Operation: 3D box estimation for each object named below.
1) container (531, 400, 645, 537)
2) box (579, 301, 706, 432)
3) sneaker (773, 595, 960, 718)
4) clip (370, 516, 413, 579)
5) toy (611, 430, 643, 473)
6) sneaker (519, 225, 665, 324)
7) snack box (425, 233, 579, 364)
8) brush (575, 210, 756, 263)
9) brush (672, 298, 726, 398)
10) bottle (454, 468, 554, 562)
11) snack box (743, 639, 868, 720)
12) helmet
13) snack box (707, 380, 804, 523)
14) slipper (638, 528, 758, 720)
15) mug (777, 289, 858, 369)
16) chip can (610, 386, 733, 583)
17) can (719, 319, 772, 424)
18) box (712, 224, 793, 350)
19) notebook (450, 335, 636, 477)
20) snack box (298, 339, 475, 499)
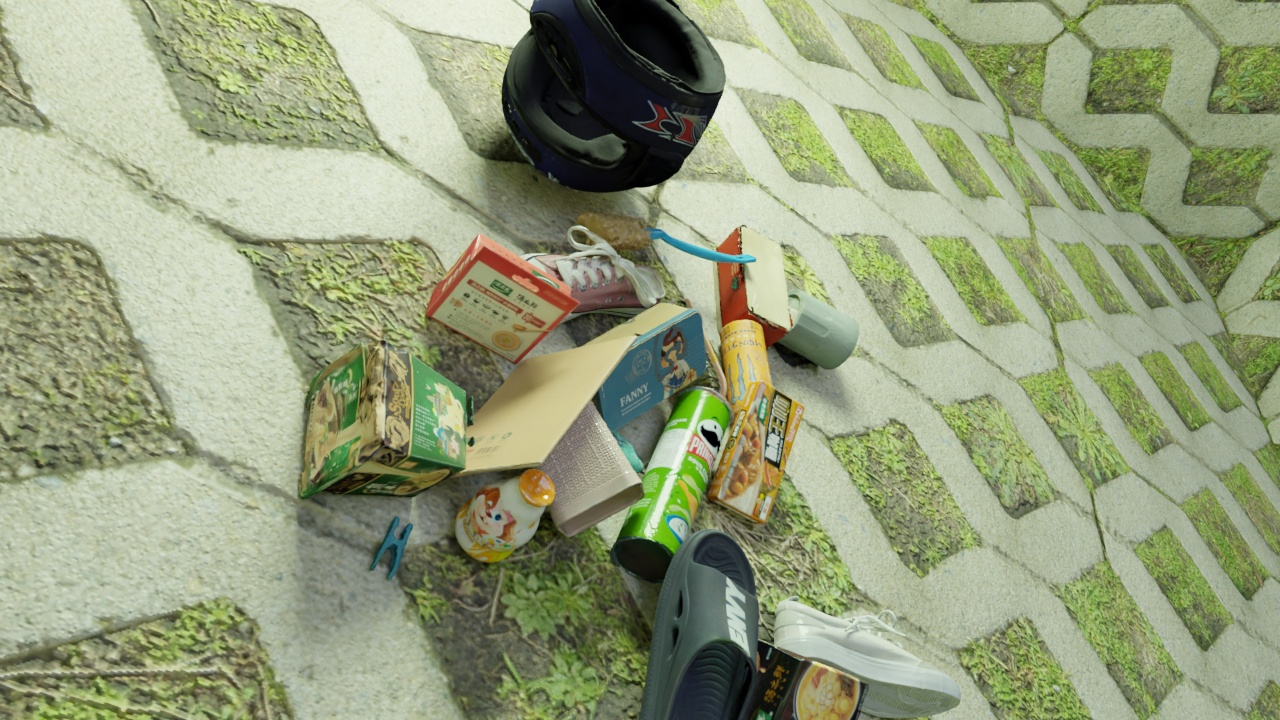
[{"bbox_3d":[-0.061,0.099,0.894,0.090,0.090,0.111,-28,72,-5],"label":"container"},{"bbox_3d":[-0.006,0.006,1.009,0.183,0.059,0.090,-34,126,-37],"label":"box"},{"bbox_3d":[0.249,0.329,1.026,0.242,0.090,0.090,24,42,-19],"label":"sneaker"},{"bbox_3d":[-0.212,0.160,0.785,0.043,0.014,0.056,34,44,-18],"label":"clip"},{"bbox_3d":[-0.036,0.101,0.981,0.091,0.030,0.096,4,50,-46],"label":"toy"},{"bbox_3d":[-0.053,-0.097,1.069,0.240,0.088,0.118,-1,62,-44],"label":"sneaker"},{"bbox_3d":[-0.139,-0.067,0.937,0.113,0.127,0.044,31,44,-22],"label":"snack box"},{"bbox_3d":[0.038,-0.150,1.181,0.254,0.046,0.083,9,14,-26],"label":"brush"},{"bbox_3d":[0.062,-0.001,1.126,0.145,0.063,0.073,66,12,16],"label":"brush"},{"bbox_3d":[-0.118,0.135,0.815,0.063,0.109,0.063,24,45,-27],"label":"bottle"},{"bbox_3d":[0.151,0.350,0.905,0.125,0.053,0.113,28,78,-30],"label":"snack box"},{"bbox_3d":[-0.052,-0.325,1.118,0.247,0.241,0.314,57,30,7],"label":"helmet"},{"bbox_3d":[0.138,0.108,1.085,0.075,0.026,0.153,30,71,-23],"label":"snack box"},{"bbox_3d":[0.069,0.287,0.843,0.110,0.084,0.267,31,61,-28],"label":"slipper"},{"bbox_3d":[0.240,-0.054,1.321,0.103,0.084,0.124,26,19,-25],"label":"mug"},{"bbox_3d":[0.037,0.128,0.992,0.072,0.072,0.235,40,42,-12],"label":"chip can"},{"bbox_3d":[0.137,0.020,1.176,0.058,0.058,0.145,20,48,-31],"label":"can"},{"bbox_3d":[0.161,-0.104,1.275,0.091,0.080,0.168,23,47,-27],"label":"box"},{"bbox_3d":[-0.104,0.043,0.877,0.008,0.148,0.207,64,35,-22],"label":"notebook"},{"bbox_3d":[-0.216,0.062,0.794,0.105,0.118,0.118,27,47,-42],"label":"snack box"}]
